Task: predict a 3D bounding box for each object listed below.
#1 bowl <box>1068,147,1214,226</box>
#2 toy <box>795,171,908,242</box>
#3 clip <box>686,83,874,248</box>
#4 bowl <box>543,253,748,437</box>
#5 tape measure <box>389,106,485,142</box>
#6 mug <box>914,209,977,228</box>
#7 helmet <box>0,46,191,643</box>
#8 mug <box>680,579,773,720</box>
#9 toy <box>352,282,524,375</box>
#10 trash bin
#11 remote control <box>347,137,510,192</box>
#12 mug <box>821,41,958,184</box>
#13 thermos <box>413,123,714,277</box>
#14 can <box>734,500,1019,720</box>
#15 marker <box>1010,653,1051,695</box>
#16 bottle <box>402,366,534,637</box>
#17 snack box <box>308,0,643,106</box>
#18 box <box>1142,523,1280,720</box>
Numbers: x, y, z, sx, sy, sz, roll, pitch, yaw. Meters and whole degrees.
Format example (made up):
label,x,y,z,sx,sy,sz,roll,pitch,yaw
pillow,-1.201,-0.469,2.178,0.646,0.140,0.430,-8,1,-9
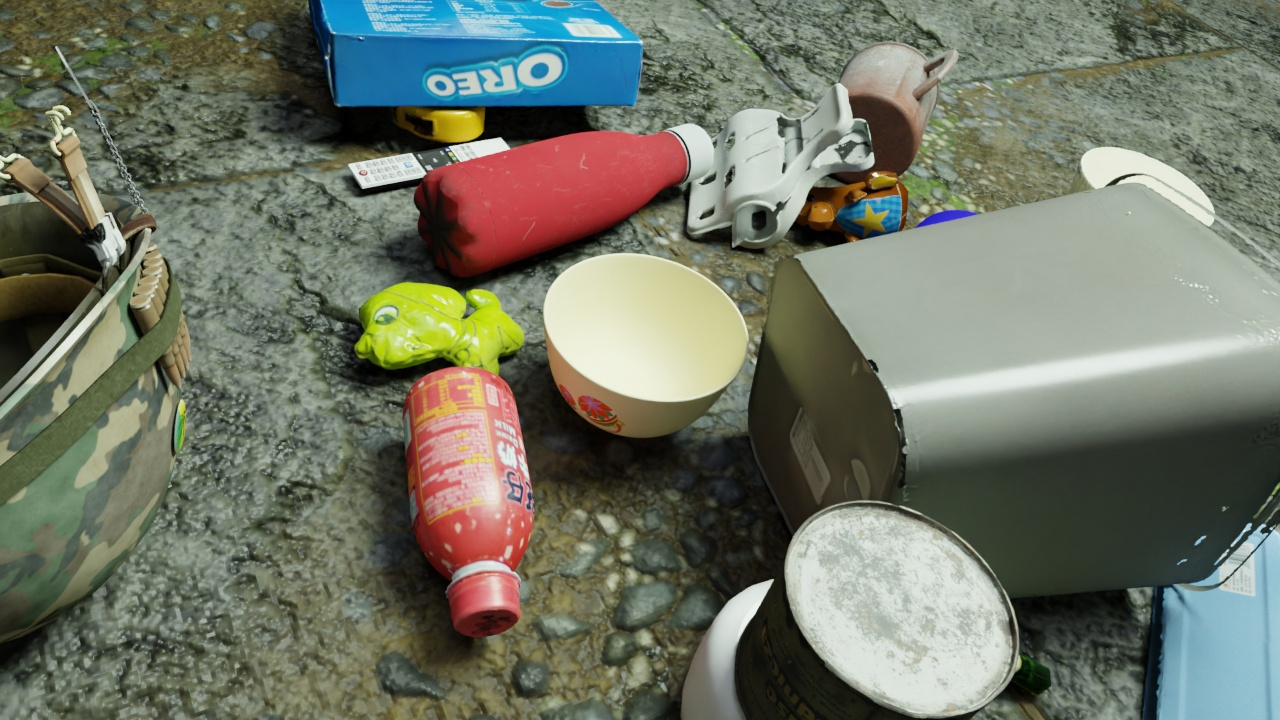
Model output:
label,x,y,z,sx,sy,sz,roll,pitch,yaw
bowl,0.420,-0.125,0.792,0.115,0.063,0.115,8,45,-8
toy,0.169,-0.129,0.742,0.090,0.071,0.102,4,29,11
clip,0.110,-0.149,0.719,0.151,0.089,0.125,-16,44,19
bowl,-0.003,0.003,0.543,0.118,0.074,0.117,8,46,-8
tape measure,-0.150,-0.191,0.715,0.059,0.030,0.068,36,42,30
mug,0.199,-0.058,0.665,0.111,0.079,0.083,13,37,38
helmet,-0.286,-0.008,0.361,0.192,0.237,0.224,-9,52,-4
mug,0.077,0.160,0.418,0.115,0.068,0.094,40,50,22
toy,-0.123,-0.019,0.560,0.093,0.036,0.094,31,44,6
trash bin,0.193,0.024,0.500,0.220,0.198,0.197,-7,42,-14
remote control,-0.154,-0.146,0.689,0.124,0.012,0.028,-19,54,-30
mug,0.217,-0.220,0.789,0.096,0.123,0.110,40,47,-17
thermos,-0.042,-0.126,0.658,0.239,0.073,0.073,-25,58,-34
can,0.089,0.114,0.364,0.090,0.075,0.089,8,44,-8
marker,0.155,0.135,0.454,0.146,0.017,0.017,32,39,-26
bottle,-0.085,0.071,0.465,0.062,0.062,0.137,-2,49,-17
snack box,-0.142,-0.268,0.753,0.238,0.056,0.195,-6,37,-20
box,0.318,0.172,0.512,0.067,0.052,0.209,11,38,26
